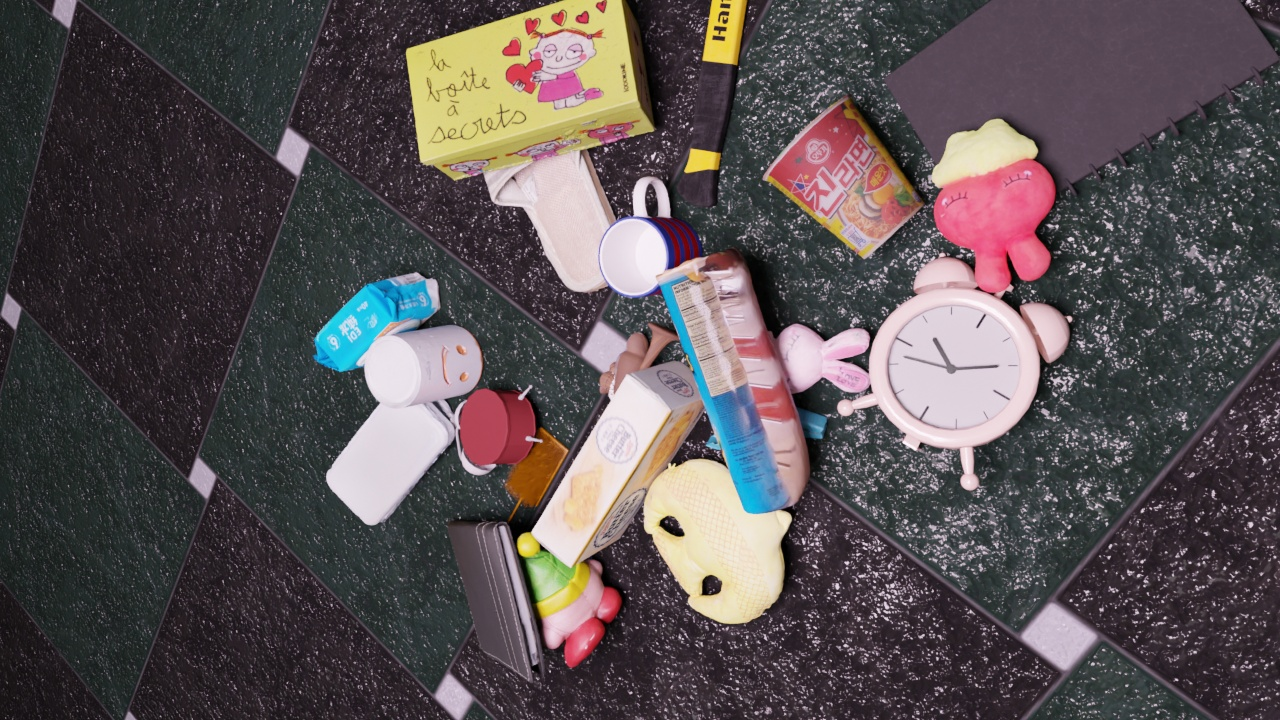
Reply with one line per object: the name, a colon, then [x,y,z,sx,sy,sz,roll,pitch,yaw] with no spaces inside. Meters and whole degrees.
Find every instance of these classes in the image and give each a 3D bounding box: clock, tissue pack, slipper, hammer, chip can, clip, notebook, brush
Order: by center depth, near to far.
notebook: [0.335,-0.223,0.720,0.232,0.019,0.169,-33,80,28]
clock: [0.263,0.006,0.769,0.131,0.086,0.160,32,102,21]
chip can: [0.089,0.017,0.812,0.080,0.079,0.229,-18,95,29]
hammer: [0.082,-0.303,0.840,0.170,0.034,0.325,16,106,25]
clip: [0.103,0.042,0.871,0.120,0.033,0.118,-26,101,33]
slipper: [-0.103,-0.194,0.946,0.115,0.054,0.272,-33,82,23]
notebook: [-0.158,0.254,0.994,0.209,0.029,0.169,-18,88,67]
clock: [-0.164,0.076,1.012,0.125,0.044,0.087,-25,70,39]
brush: [-0.126,0.137,1.026,0.048,0.017,0.127,38,113,19]
tissue pack: [-0.301,-0.041,1.052,0.145,0.092,0.061,-36,87,28]

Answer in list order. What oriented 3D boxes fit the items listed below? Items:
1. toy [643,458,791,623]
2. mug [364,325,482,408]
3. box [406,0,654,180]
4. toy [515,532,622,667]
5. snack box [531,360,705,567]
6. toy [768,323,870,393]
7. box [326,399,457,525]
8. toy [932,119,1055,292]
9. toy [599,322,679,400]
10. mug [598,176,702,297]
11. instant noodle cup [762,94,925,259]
toy: [0.077,0.171,0.895,0.155,0.064,0.170,-37,78,33]
mug: [-0.239,0.006,1.017,0.082,0.105,0.082,5,99,28]
box: [-0.106,-0.259,0.878,0.221,0.079,0.124,-9,80,12]
toy: [-0.078,0.230,0.957,0.131,0.123,0.097,40,143,2]
snack box: [-0.017,0.102,0.911,0.057,0.104,0.208,39,114,18]
toy: [0.155,-0.001,0.836,0.110,0.047,0.063,-1,106,25]
box: [-0.303,0.113,1.101,0.214,0.063,0.118,-43,79,26]
toy: [0.279,-0.121,0.725,0.092,0.045,0.135,-13,83,32]
toy: [-0.005,0.005,0.925,0.102,0.041,0.055,-61,31,12]
mug: [0.011,-0.118,0.878,0.075,0.076,0.112,7,101,27]
instant noodle cup: [0.178,-0.150,0.777,0.112,0.100,0.101,48,116,6]
